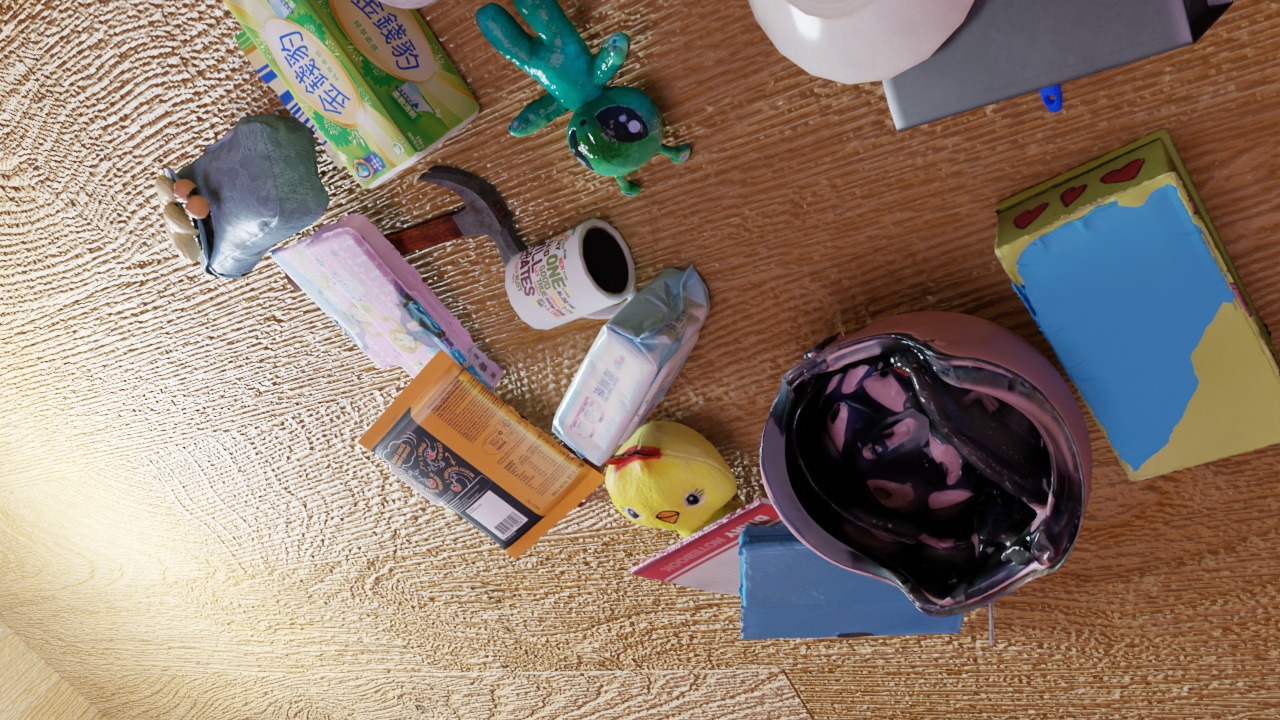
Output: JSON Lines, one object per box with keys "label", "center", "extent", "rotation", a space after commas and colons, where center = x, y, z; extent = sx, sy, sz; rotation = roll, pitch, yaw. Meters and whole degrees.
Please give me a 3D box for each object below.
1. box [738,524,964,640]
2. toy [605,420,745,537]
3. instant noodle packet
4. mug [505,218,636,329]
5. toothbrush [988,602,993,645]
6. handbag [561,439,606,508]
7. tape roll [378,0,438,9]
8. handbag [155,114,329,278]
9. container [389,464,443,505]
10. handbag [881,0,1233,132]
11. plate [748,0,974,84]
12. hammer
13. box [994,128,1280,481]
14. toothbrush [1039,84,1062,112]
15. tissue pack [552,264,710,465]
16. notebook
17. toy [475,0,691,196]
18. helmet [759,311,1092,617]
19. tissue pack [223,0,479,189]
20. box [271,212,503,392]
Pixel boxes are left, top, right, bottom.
{"label": "box", "center": [0.212, 0.226, 0.892], "extent": [0.231, 0.033, 0.175], "rotation": [-4, 127, 4]}
{"label": "toy", "center": [0.044, 0.132, 0.920], "extent": [0.134, 0.092, 0.208], "rotation": [-13, 130, 31]}
{"label": "instant noodle packet", "center": [-0.169, 0.106, 0.976], "extent": [0.221, 0.032, 0.160], "rotation": [40, 116, -14]}
{"label": "mug", "center": [-0.053, -0.069, 0.823], "extent": [0.090, 0.073, 0.105], "rotation": [-18, 141, 36]}
{"label": "toothbrush", "center": [0.289, 0.153, 0.744], "extent": [0.010, 0.181, 0.010], "rotation": [-22, 119, 34]}
{"label": "handbag", "center": [-0.062, 0.124, 1.008], "extent": [0.055, 0.029, 0.120], "rotation": [18, 137, 10]}
{"label": "tape roll", "center": [-0.179, -0.316, 0.694], "extent": [0.093, 0.013, 0.093], "rotation": [0, 108, 0]}
{"label": "handbag", "center": [-0.390, -0.155, 0.877], "extent": [0.192, 0.118, 0.121], "rotation": [-18, 86, 39]}
{"label": "container", "center": [-0.226, 0.103, 1.053], "extent": [0.081, 0.049, 0.130], "rotation": [38, 133, -6]}
{"label": "handbag", "center": [0.203, -0.255, 0.521], "extent": [0.176, 0.072, 0.196], "rotation": [-5, 117, 51]}
{"label": "plate", "center": [0.122, -0.263, 0.553], "extent": [0.189, 0.027, 0.189], "rotation": [27, 129, 38]}
{"label": "hammer", "center": [-0.250, -0.113, 0.911], "extent": [0.301, 0.028, 0.111], "rotation": [-11, 121, 33]}
{"label": "box", "center": [0.351, -0.033, 0.638], "extent": [0.125, 0.080, 0.221], "rotation": [-28, 107, 36]}
{"label": "toothbrush", "center": [0.235, -0.237, 0.575], "extent": [0.016, 0.018, 0.182], "rotation": [3, 129, 51]}
{"label": "tissue pack", "center": [-0.005, 0.005, 0.821], "extent": [0.070, 0.111, 0.182], "rotation": [38, 134, 7]}
{"label": "notebook", "center": [0.109, 0.195, 0.935], "extent": [0.153, 0.012, 0.209], "rotation": [19, 141, -30]}
{"label": "toy", "center": [-0.041, -0.207, 0.709], "extent": [0.131, 0.072, 0.193], "rotation": [-21, 123, 39]}
{"label": "helmet", "center": [0.222, 0.064, 0.722], "extent": [0.230, 0.152, 0.256], "rotation": [51, 135, -1]}
{"label": "tissue pack", "center": [-0.255, -0.241, 0.759], "extent": [0.142, 0.120, 0.198], "rotation": [-19, 109, 37]}
{"label": "box", "center": [-0.266, -0.042, 0.948], "extent": [0.160, 0.035, 0.230], "rotation": [-10, 130, 37]}
